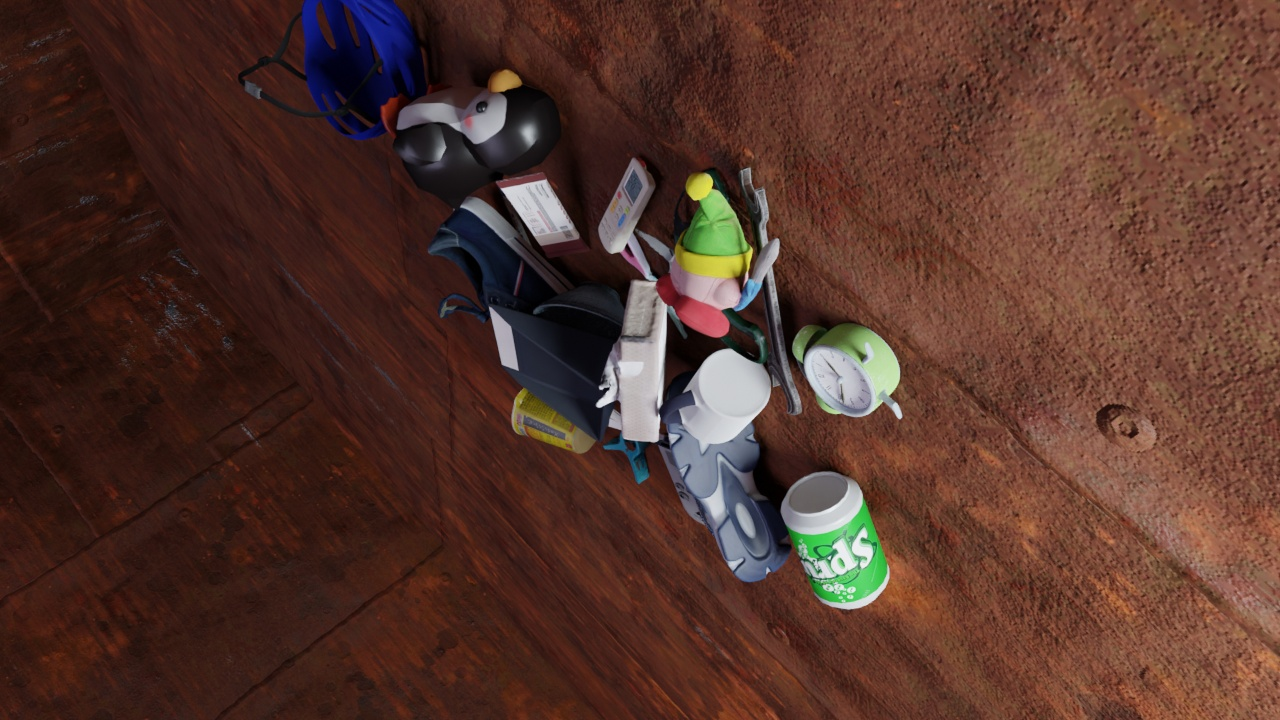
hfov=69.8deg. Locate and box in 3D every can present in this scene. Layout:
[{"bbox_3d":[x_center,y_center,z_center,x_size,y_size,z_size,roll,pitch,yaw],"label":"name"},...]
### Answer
[{"bbox_3d":[0.213,0.196,0.999,0.088,0.087,0.140,13,134,52],"label":"can"}]

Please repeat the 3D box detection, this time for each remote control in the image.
[{"bbox_3d":[-0.016,-0.160,0.964,0.038,0.018,0.126,64,148,21],"label":"remote control"},{"bbox_3d":[0.071,0.172,1.270,0.074,0.019,0.151,18,139,48],"label":"remote control"}]

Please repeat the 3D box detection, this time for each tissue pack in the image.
[{"bbox_3d":[-0.006,0.006,1.004,0.071,0.103,0.182,9,143,3],"label":"tissue pack"}]

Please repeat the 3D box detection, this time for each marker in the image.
[{"bbox_3d":[-0.160,-0.175,1.209,0.011,0.011,0.152,18,138,49],"label":"marker"}]

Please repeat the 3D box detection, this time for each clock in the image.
[{"bbox_3d":[0.190,0.009,0.850,0.119,0.042,0.094,3,125,56],"label":"clock"}]

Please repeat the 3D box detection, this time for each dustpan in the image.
[{"bbox_3d":[-0.072,0.042,1.195,0.273,0.080,0.237,16,160,2],"label":"dustpan"}]

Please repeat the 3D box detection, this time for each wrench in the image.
[{"bbox_3d":[0.124,-0.058,0.879,0.070,0.010,0.274,-118,10,-53],"label":"wrench"}]

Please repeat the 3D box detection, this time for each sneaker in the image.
[{"bbox_3d":[0.087,0.134,1.125,0.269,0.103,0.132,66,167,-14],"label":"sneaker"},{"bbox_3d":[-0.164,-0.068,1.205,0.294,0.127,0.121,45,156,-14],"label":"sneaker"}]

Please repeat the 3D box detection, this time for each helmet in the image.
[{"bbox_3d":[-0.360,-0.332,1.088,0.148,0.227,0.242,33,149,14],"label":"helmet"}]

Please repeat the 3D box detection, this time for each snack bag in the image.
[{"bbox_3d":[-0.109,-0.164,1.053,0.057,0.013,0.158,-9,153,14],"label":"snack bag"}]

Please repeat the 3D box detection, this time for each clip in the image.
[{"bbox_3d":[-0.018,0.121,1.346,0.097,0.026,0.116,42,153,13],"label":"clip"}]

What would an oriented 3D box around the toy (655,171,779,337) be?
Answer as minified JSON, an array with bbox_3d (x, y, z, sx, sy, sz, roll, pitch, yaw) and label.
[{"bbox_3d":[0.063,-0.095,0.833,0.132,0.096,0.124,-61,34,22],"label":"toy"}]

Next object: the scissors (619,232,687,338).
[{"bbox_3d":[0.020,-0.096,1.019,0.177,0.013,0.170,-1,122,57],"label":"scissors"}]

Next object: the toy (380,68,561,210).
[{"bbox_3d":[-0.166,-0.239,1.003,0.184,0.158,0.140,1,116,36],"label":"toy"}]

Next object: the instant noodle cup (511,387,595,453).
[{"bbox_3d":[-0.123,0.090,1.407,0.112,0.100,0.100,24,144,27],"label":"instant noodle cup"}]

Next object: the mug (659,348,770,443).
[{"bbox_3d":[0.074,0.044,0.994,0.097,0.111,0.078,116,138,-67],"label":"mug"}]

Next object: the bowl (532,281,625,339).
[{"bbox_3d":[-0.058,-0.059,1.121,0.137,0.057,0.137,15,160,5],"label":"bowl"}]

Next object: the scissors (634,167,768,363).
[{"bbox_3d":[0.072,-0.086,0.924,0.205,0.015,0.202,49,148,8],"label":"scissors"}]
